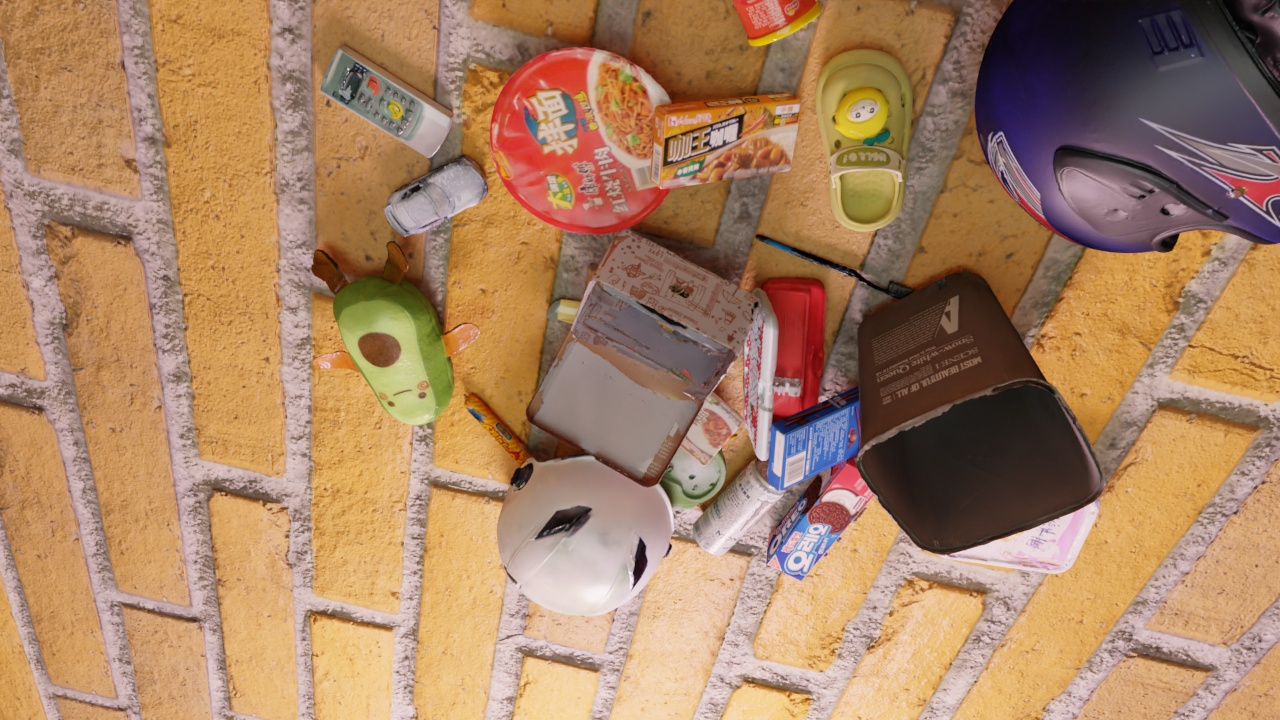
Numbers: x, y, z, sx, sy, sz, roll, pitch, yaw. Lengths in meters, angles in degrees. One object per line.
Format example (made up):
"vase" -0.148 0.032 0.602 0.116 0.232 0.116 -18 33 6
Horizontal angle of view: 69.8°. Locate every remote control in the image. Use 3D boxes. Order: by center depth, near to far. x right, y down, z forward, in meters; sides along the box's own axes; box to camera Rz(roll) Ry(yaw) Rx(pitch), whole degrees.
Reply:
"remote control" -0.264 -0.269 0.959 0.135 0.019 0.056 31 122 -13

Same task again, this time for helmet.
"helmet" 0.431 -0.204 0.771 0.315 0.246 0.241 33 150 -17
"helmet" -0.081 0.238 1.167 0.229 0.145 0.259 31 141 -15

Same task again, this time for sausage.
"sausage" -0.176 0.101 1.195 0.021 0.021 0.165 -29 115 25

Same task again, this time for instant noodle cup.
"instant noodle cup" -0.051 -0.227 0.929 0.194 0.065 0.194 5 124 7
"instant noodle cup" 0.458 0.188 1.137 0.173 0.060 0.138 7 124 2

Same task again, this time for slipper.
"slipper" 0.223 -0.204 0.896 0.092 0.081 0.191 -6 125 9

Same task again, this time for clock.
"clock" 0.043 0.134 1.164 0.116 0.056 0.162 27 123 -9

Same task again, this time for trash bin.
"trash bin" 0.330 0.043 0.953 0.199 0.219 0.198 -27 123 24

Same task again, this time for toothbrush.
"toothbrush" 0.214 -0.104 1.004 0.189 0.014 0.016 21 123 -5

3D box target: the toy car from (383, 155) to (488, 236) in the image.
"toy car" -0.224 -0.178 1.006 0.121 0.036 0.054 -23 117 18

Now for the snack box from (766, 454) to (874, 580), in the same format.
"snack box" 0.235 0.195 1.177 0.058 0.057 0.208 25 124 -6

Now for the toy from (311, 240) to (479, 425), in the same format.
"toy" -0.294 -0.024 1.089 0.227 0.089 0.247 -8 119 21

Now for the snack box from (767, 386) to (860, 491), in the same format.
"snack box" 0.217 0.087 1.071 0.156 0.026 0.085 -20 128 -26

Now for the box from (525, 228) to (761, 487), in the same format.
"box" 0.000 -0.002 1.024 0.179 0.130 0.273 28 123 -1

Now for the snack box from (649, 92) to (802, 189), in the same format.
"snack box" 0.083 -0.215 0.895 0.153 0.026 0.075 -12 128 -23

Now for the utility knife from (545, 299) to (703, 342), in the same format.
"utility knife" -0.014 -0.044 1.074 0.195 0.020 0.031 12 118 5

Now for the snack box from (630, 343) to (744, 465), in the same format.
"snack box" 0.042 0.048 1.084 0.153 0.025 0.075 41 93 -1

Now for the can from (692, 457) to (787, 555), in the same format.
"can" 0.129 0.189 1.187 0.058 0.058 0.147 30 123 -12

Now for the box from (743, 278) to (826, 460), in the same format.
"box" 0.160 0.015 1.040 0.095 0.101 0.202 3 125 8

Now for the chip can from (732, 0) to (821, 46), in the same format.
"chip can" 0.083 -0.387 0.796 0.073 0.073 0.216 -22 118 21
